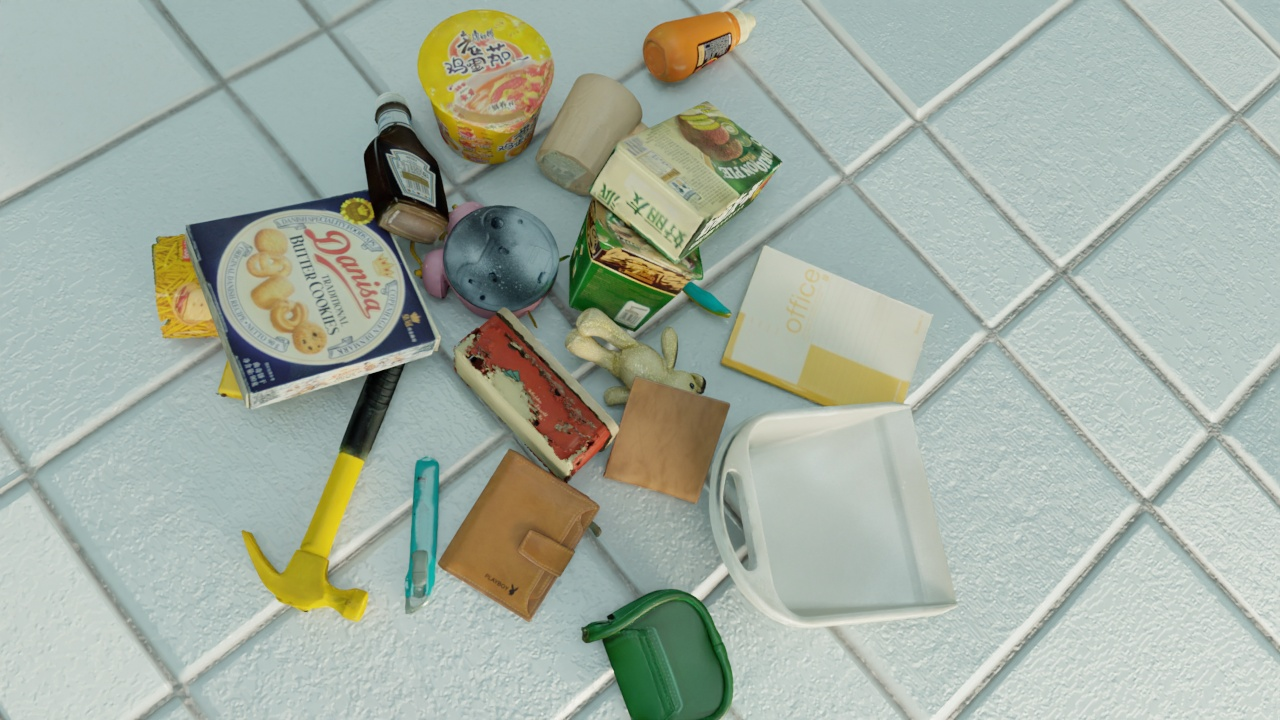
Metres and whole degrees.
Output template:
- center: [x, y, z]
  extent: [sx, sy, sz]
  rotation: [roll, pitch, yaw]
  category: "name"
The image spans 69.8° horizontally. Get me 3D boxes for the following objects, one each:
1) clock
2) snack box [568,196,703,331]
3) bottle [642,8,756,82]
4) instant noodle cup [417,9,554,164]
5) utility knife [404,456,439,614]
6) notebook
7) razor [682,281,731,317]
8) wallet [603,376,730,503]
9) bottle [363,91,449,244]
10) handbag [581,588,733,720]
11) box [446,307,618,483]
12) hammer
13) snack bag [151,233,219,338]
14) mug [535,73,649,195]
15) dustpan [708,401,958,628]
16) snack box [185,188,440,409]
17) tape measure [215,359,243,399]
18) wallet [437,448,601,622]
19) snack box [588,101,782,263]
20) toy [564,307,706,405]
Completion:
- center: [-0.162, -0.104, 0.954]
  extent: [0.158, 0.060, 0.117]
  rotation: [24, 72, -3]
  category: "clock"
- center: [-0.016, -0.097, 0.929]
  extent: [0.118, 0.106, 0.117]
  rotation: [20, 38, -20]
  category: "snack box"
- center: [0.076, -0.378, 1.077]
  extent: [0.149, 0.067, 0.066]
  rotation: [-29, 79, -23]
  category: "bottle"
- center: [-0.165, -0.283, 0.981]
  extent: [0.138, 0.110, 0.138]
  rotation: [3, 72, -8]
  category: "instant noodle cup"
- center: [-0.211, 0.167, 0.886]
  extent: [0.029, 0.013, 0.151]
  rotation: [2, 73, -10]
  category: "utility knife"
- center: [0.205, -0.024, 1.002]
  extent: [0.206, 0.010, 0.145]
  rotation: [22, 78, -3]
  category: "notebook"
- center: [0.049, -0.092, 0.998]
  extent: [0.132, 0.028, 0.043]
  rotation: [46, 41, 9]
  category: "razor"
- center: [0.026, 0.079, 0.916]
  extent: [0.101, 0.020, 0.115]
  rotation: [17, 107, -4]
  category: "wallet"
- center: [-0.247, -0.206, 0.948]
  extent: [0.079, 0.044, 0.194]
  rotation: [19, 40, -41]
  category: "bottle"
- center: [0.019, 0.285, 0.856]
  extent: [0.120, 0.068, 0.131]
  rotation: [-20, 77, -13]
  category: "handbag"
- center: [-0.111, 0.041, 0.900]
  extent: [0.168, 0.091, 0.080]
  rotation: [45, 69, 6]
  category: "box"
- center: [-0.280, 0.091, 0.889]
  extent: [0.129, 0.033, 0.300]
  rotation: [19, 71, -4]
  category: "hammer"
- center: [-0.369, -0.080, 0.919]
  extent: [0.207, 0.073, 0.128]
  rotation: [-5, 73, -18]
  category: "snack bag"
- center: [-0.042, -0.234, 1.009]
  extent: [0.124, 0.084, 0.103]
  rotation: [35, 70, -25]
  category: "mug"
- center: [0.185, 0.147, 0.884]
  extent: [0.257, 0.143, 0.222]
  rotation: [-8, 74, -6]
  category: "dustpan"
- center: [-0.311, -0.064, 0.873]
  extent: [0.182, 0.046, 0.178]
  rotation: [-19, 73, -27]
  category: "snack box"
- center: [-0.378, 0.012, 0.899]
  extent: [0.057, 0.029, 0.060]
  rotation: [10, 72, -5]
  category: "tape measure"
- center: [-0.110, 0.170, 0.882]
  extent: [0.119, 0.035, 0.130]
  rotation: [31, 85, 3]
  category: "wallet"
- center: [0.054, -0.192, 0.947]
  extent: [0.114, 0.063, 0.239]
  rotation: [40, 35, 4]
  category: "snack box"
- center: [-0.005, 0.005, 0.927]
  extent: [0.157, 0.066, 0.105]
  rotation: [35, 99, -20]
  category: "toy"
